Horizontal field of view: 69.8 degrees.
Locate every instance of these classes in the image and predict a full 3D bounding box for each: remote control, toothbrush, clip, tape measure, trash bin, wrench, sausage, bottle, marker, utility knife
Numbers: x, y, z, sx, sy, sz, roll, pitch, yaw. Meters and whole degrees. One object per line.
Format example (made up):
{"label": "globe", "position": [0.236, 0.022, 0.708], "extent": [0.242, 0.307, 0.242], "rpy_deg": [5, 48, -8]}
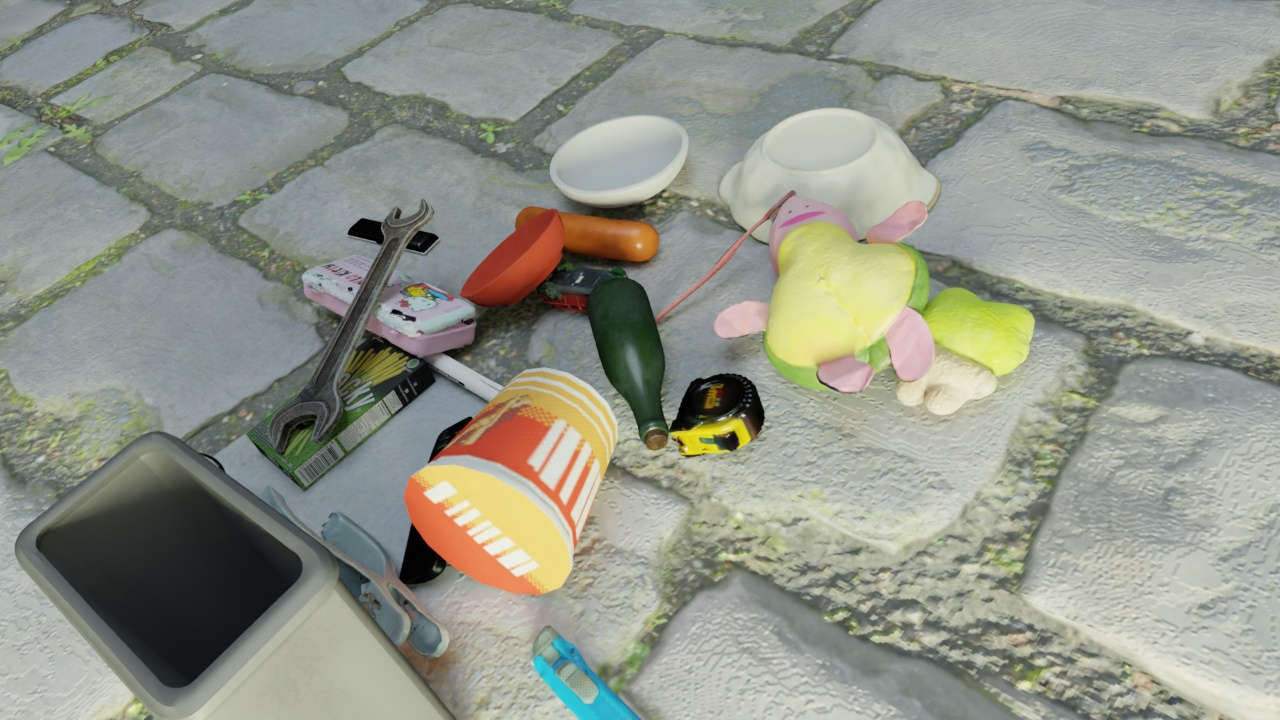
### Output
{"label": "remote control", "position": [-0.155, 0.106, 0.717], "extent": [0.041, 0.020, 0.151], "rpy_deg": [-28, 37, 26]}
{"label": "toothbrush", "position": [0.074, -0.087, 0.822], "extent": [0.184, 0.015, 0.015], "rpy_deg": [-41, 78, -4]}
{"label": "clip", "position": [-0.189, 0.155, 0.658], "extent": [0.172, 0.143, 0.029], "rpy_deg": [35, 86, 23]}
{"label": "tape measure", "position": [0.063, 0.041, 0.704], "extent": [0.063, 0.038, 0.067], "rpy_deg": [-4, 41, 26]}
{"label": "trash bin", "position": [-0.212, 0.170, 0.525], "extent": [0.192, 0.220, 0.097], "rpy_deg": [22, 56, 34]}
{"label": "remote control", "position": [-0.276, -0.140, 1.017], "extent": [0.124, 0.012, 0.028], "rpy_deg": [15, 52, 30]}
{"label": "wrench", "position": [-0.254, -0.039, 0.824], "extent": [0.070, 0.010, 0.272], "rpy_deg": [3, 59, 27]}
{"label": "sausage", "position": [-0.058, -0.126, 0.910], "extent": [0.164, 0.039, 0.044], "rpy_deg": [13, 26, 29]}
{"label": "bottle", "position": [-0.004, 0.004, 0.750], "extent": [0.055, 0.055, 0.174], "rpy_deg": [-17, 44, 1]}
{"label": "marker", "position": [-0.163, 0.010, 0.821], "extent": [0.134, 0.020, 0.017], "rpy_deg": [25, 44, 36]}
{"label": "utility knife", "position": [-0.020, 0.217, 0.566], "extent": [0.031, 0.015, 0.158], "rpy_deg": [-44, 50, -19]}

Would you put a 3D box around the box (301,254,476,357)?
{"label": "box", "position": [-0.246, -0.058, 0.880], "extent": [0.202, 0.044, 0.086], "rpy_deg": [24, 29, 36]}

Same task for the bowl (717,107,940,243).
{"label": "bowl", "position": [0.175, -0.189, 0.884], "extent": [0.220, 0.060, 0.187], "rpy_deg": [11, 51, 27]}

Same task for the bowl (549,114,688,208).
{"label": "bowl", "position": [-0.019, -0.203, 0.974], "extent": [0.150, 0.043, 0.149], "rpy_deg": [-9, 43, 9]}

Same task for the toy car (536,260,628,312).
{"label": "toy car", "position": [-0.052, -0.066, 0.847], "extent": [0.091, 0.036, 0.042], "rpy_deg": [3, 41, 31]}

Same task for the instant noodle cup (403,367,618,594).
{"label": "instant noodle cup", "position": [-0.082, 0.079, 0.657], "extent": [0.123, 0.123, 0.120], "rpy_deg": [6, 40, 23]}

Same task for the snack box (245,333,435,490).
{"label": "snack box", "position": [-0.266, 0.041, 0.818], "extent": [0.080, 0.025, 0.147], "rpy_deg": [27, 58, 37]}

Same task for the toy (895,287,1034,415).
{"label": "toy", "position": [0.237, -0.006, 0.688], "extent": [0.092, 0.046, 0.115], "rpy_deg": [24, 64, 37]}

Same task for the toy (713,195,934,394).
{"label": "toy", "position": [0.154, -0.054, 0.732], "extent": [0.190, 0.087, 0.237], "rpy_deg": [-35, 37, 14]}

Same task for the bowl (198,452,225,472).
{"label": "bowl", "position": [-0.370, 0.136, 0.730], "extent": [0.115, 0.059, 0.115], "rpy_deg": [-9, 44, 9]}

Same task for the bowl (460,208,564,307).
{"label": "bowl", "position": [-0.114, -0.090, 0.869], "extent": [0.122, 0.035, 0.121], "rpy_deg": [-36, 22, 17]}
